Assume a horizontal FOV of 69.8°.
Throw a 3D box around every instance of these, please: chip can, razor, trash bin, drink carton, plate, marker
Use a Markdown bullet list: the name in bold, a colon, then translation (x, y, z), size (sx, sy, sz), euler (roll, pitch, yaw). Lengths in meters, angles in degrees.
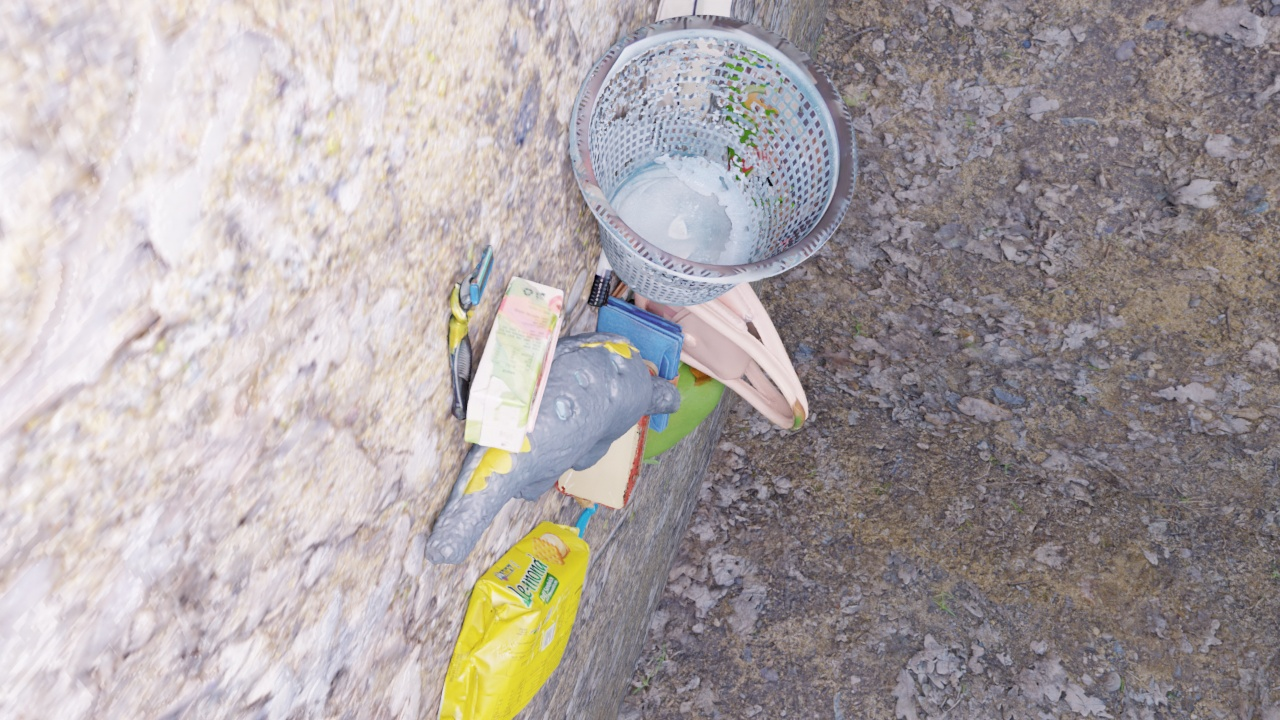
- **chip can**: translation (0.126, -0.218, 0.974), size (0.072, 0.072, 0.235), euler (85, 5, -65)
- **razor**: translation (-0.115, -0.010, 0.598), size (0.042, 0.022, 0.143), euler (-79, -176, -45)
- **trash bin**: translation (0.046, -0.144, 0.796), size (0.195, 0.226, 0.226), euler (118, -8, -73)
- **drink carton**: translation (-0.086, 0.002, 0.640), size (0.122, 0.045, 0.054), euler (-81, -174, -47)
- **plate**: translation (0.053, -0.330, 0.935), size (0.204, 0.045, 0.205), euler (19, 89, -80)
- **marker**: translation (-0.027, -0.116, 0.915), size (0.022, 0.018, 0.131), euler (11, 99, -36)

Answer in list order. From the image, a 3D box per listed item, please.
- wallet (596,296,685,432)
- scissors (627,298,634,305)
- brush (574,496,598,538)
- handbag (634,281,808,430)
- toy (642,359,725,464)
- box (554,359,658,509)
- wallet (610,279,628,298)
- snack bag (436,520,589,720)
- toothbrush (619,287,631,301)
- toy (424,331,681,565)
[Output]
- **wallet**: translation (-0.006, 0.006, 0.994), size (0.040, 0.106, 0.133), euler (-42, 150, -44)
- **scissors**: translation (-0.015, -0.033, 1.116), size (0.145, 0.014, 0.172), euler (-67, 170, 29)
- **brush**: translation (-0.071, 0.191, 1.152), size (0.083, 0.046, 0.255), euler (-68, 174, -48)
- **handbag**: translation (0.099, -0.018, 1.006), size (0.093, 0.234, 0.193), euler (-42, 168, -11)
- **toy**: translation (0.043, 0.057, 1.209), size (0.247, 0.090, 0.226), euler (-45, 171, 29)
- **box**: translation (-0.038, 0.079, 0.970), size (0.079, 0.091, 0.169), euler (-65, 167, -51)
- **wallet**: translation (0.008, -0.122, 1.007), size (0.101, 0.020, 0.115), euler (-50, -172, 47)
- **snack bag**: translation (-0.118, 0.265, 0.911), size (0.246, 0.068, 0.158), euler (-26, 132, -76)
- **toothbrush**: translation (-0.004, -0.109, 1.074), size (0.016, 0.018, 0.191), euler (111, 6, -50)
- **toy**: translation (-0.053, 0.044, 0.764), size (0.355, 0.091, 0.138), euler (-26, 125, -57)
